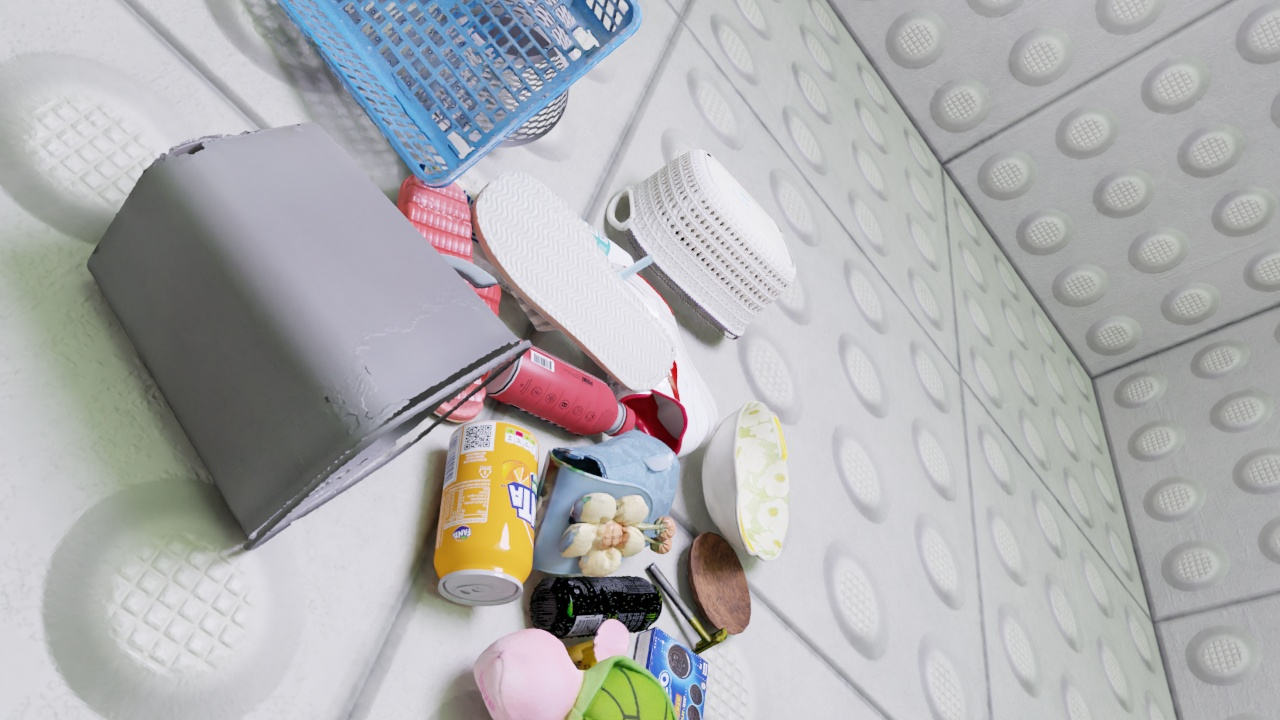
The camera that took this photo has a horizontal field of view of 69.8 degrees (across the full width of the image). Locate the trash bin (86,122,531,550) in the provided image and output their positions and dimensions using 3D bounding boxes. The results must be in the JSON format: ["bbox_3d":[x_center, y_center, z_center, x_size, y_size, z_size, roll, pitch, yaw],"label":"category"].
[{"bbox_3d":[-0.238,-0.027,0.647,0.220,0.198,0.196,53,33,-1],"label":"trash bin"}]

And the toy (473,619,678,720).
[{"bbox_3d":[-0.041,0.300,0.742,0.238,0.088,0.189,51,55,-19],"label":"toy"}]

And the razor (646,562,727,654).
[{"bbox_3d":[0.042,0.254,0.953,0.106,0.043,0.026,52,35,3],"label":"razor"}]

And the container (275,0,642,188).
[{"bbox_3d":[-0.200,-0.367,0.873,0.362,0.257,0.089,52,2,3],"label":"container"}]

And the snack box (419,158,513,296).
[{"bbox_3d":[-0.173,-0.135,0.950,0.150,0.026,0.081,33,45,-35],"label":"snack box"}]

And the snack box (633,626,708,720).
[{"bbox_3d":[0.023,0.337,0.864,0.082,0.027,0.149,41,38,-28],"label":"snack box"}]

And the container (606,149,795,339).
[{"bbox_3d":[0.091,-0.158,1.220,0.251,0.143,0.184,40,25,-30],"label":"container"}]

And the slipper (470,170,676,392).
[{"bbox_3d":[-0.069,-0.076,0.955,0.272,0.054,0.114,48,62,-13],"label":"slipper"}]

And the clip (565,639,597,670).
[{"bbox_3d":[-0.045,0.273,0.827,0.048,0.046,0.054,40,21,30],"label":"clip"}]

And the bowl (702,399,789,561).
[{"bbox_3d":[0.120,0.142,1.083,0.218,0.060,0.188,-55,132,-55],"label":"bowl"}]

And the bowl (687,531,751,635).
[{"bbox_3d":[0.080,0.248,1.010,0.101,0.026,0.114,17,52,-48],"label":"bowl"}]

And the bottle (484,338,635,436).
[{"bbox_3d":[-0.075,0.036,0.924,0.176,0.062,0.062,28,45,-40],"label":"bottle"}]

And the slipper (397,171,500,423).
[{"bbox_3d":[-0.176,-0.067,0.846,0.103,0.059,0.248,9,68,-47],"label":"slipper"}]

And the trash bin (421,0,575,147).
[{"bbox_3d":[-0.150,-0.359,1.035,0.156,0.157,0.182,38,37,-31],"label":"trash bin"}]

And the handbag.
[{"bbox_3d":[-0.023,0.137,0.855,0.119,0.122,0.191,26,13,29],"label":"handbag"}]

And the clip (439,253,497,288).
[{"bbox_3d":[-0.210,-0.017,0.774,0.172,0.031,0.164,3,83,-15],"label":"clip"}]

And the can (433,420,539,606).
[{"bbox_3d":[-0.128,0.125,0.770,0.079,0.079,0.142,32,43,-37],"label":"can"}]

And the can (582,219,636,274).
[{"bbox_3d":[-0.055,-0.121,1.075,0.101,0.055,0.054,33,42,-36],"label":"can"}]

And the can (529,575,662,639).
[{"bbox_3d":[-0.039,0.224,0.840,0.137,0.054,0.054,15,55,-48],"label":"can"}]

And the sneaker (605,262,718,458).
[{"bbox_3d":[-0.006,0.006,1.024,0.236,0.091,0.104,62,34,-8],"label":"sneaker"}]

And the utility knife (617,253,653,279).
[{"bbox_3d":[-0.047,-0.076,1.002,0.022,0.147,0.015,57,-12,9],"label":"utility knife"}]
